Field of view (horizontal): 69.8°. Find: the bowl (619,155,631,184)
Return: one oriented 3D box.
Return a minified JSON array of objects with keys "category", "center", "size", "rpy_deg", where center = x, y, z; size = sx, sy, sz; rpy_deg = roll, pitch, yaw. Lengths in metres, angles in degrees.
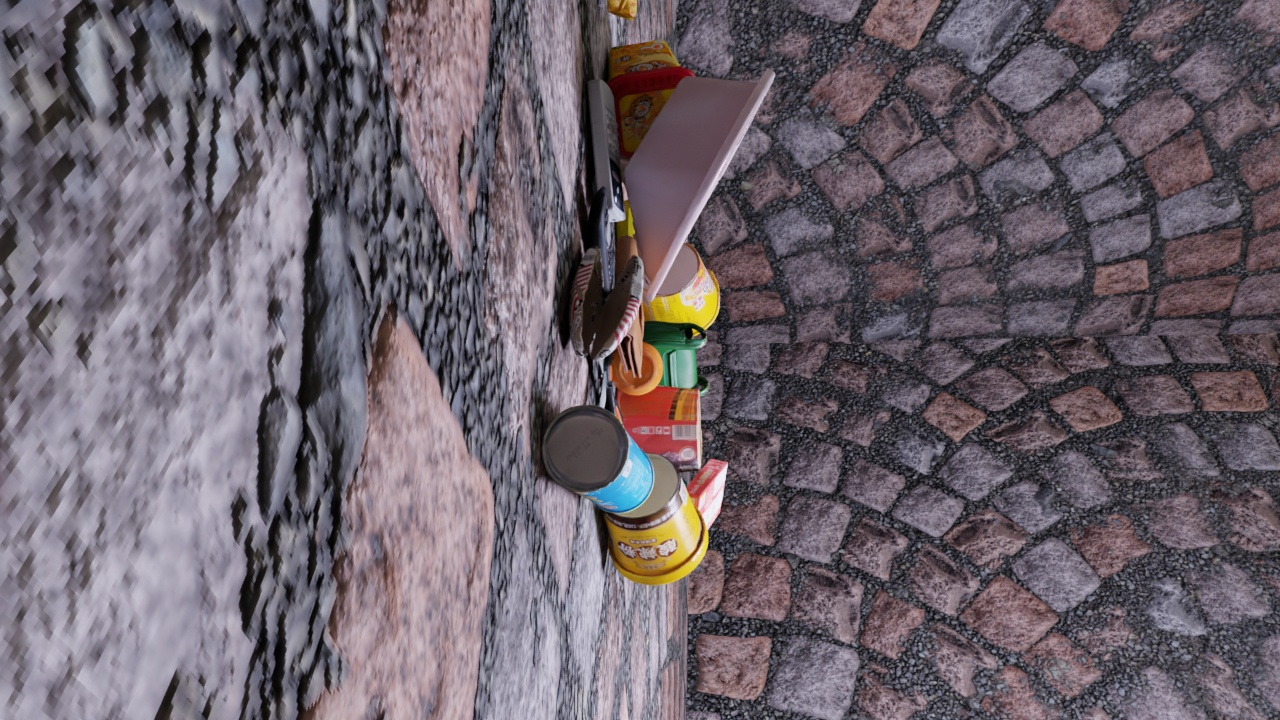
[{"category":"bowl","center":[0.011,-0.262,1.239],"size":[0.066,0.116,0.117],"rpy_deg":[-42,151,-21]}]

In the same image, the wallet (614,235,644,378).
[{"category":"wallet","center":[-0.013,-0.060,1.053],"size":[0.108,0.031,0.131],"rpy_deg":[80,10,-59]}]

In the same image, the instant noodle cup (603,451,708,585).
[{"category":"instant noodle cup","center":[0.011,0.176,1.049],"size":[0.118,0.118,0.114],"rpy_deg":[-85,165,-47]}]

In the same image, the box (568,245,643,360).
[{"category":"box","center":[-0.024,-0.052,0.874],"size":[0.163,0.082,0.075],"rpy_deg":[-86,179,-63]}]

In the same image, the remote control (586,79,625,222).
[{"category":"remote control","center":[-0.036,-0.227,0.999],"size":[0.058,0.021,0.150],"rpy_deg":[10,74,-76]}]

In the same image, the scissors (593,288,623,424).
[{"category":"scissors","center":[-0.040,0.015,1.006],"size":[0.233,0.022,0.221],"rpy_deg":[-87,172,-46]}]

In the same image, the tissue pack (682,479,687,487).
[{"category":"tissue pack","center":[0.021,0.216,1.231],"size":[0.050,0.093,0.134],"rpy_deg":[-91,175,-45]}]

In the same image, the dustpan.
[{"category":"dustpan","center":[0.086,-0.204,1.058],"size":[0.222,0.139,0.273],"rpy_deg":[-63,153,-21]}]

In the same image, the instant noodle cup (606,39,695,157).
[{"category":"instant noodle cup","center":[0.008,-0.336,1.156],"size":[0.116,0.116,0.123],"rpy_deg":[83,-4,-49]}]

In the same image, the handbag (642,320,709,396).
[{"category":"handbag","center":[0.037,0.006,1.301],"size":[0.067,0.120,0.131],"rpy_deg":[-93,176,-50]}]

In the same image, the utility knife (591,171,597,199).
[{"category":"utility knife","center":[-0.041,-0.226,1.057],"size":[0.165,0.013,0.029],"rpy_deg":[-78,164,-54]}]

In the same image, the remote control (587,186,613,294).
[{"category":"remote control","center":[-0.043,-0.124,0.969],"size":[0.137,0.024,0.053],"rpy_deg":[87,6,-52]}]

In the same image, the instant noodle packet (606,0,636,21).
[{"category":"instant noodle packet","center":[-0.028,-0.478,1.097],"size":[0.128,0.044,0.111],"rpy_deg":[-90,169,-47]}]

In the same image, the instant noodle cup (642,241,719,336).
[{"category":"instant noodle cup","center":[0.049,-0.117,1.434],"size":[0.110,0.138,0.137],"rpy_deg":[64,24,-58]}]

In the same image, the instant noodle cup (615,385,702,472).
[{"category":"instant noodle cup","center":[0.027,0.095,1.226],"size":[0.138,0.108,0.138],"rpy_deg":[1,88,-84]}]

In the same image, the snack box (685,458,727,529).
[{"category":"snack box","center":[0.080,0.185,1.193],"size":[0.152,0.025,0.075],"rpy_deg":[-31,130,-69]}]

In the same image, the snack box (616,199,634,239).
[{"category":"snack box","center":[0.005,-0.173,1.249],"size":[0.080,0.082,0.091],"rpy_deg":[-152,-119,-81]}]

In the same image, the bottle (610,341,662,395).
[{"category":"bottle","center":[-0.007,0.007,1.168],"size":[0.149,0.067,0.067],"rpy_deg":[-119,-152,-87]}]

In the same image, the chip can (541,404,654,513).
[{"category":"chip can","center":[-0.033,0.092,0.809],"size":[0.210,0.071,0.071],"rpy_deg":[65,25,-75]}]
